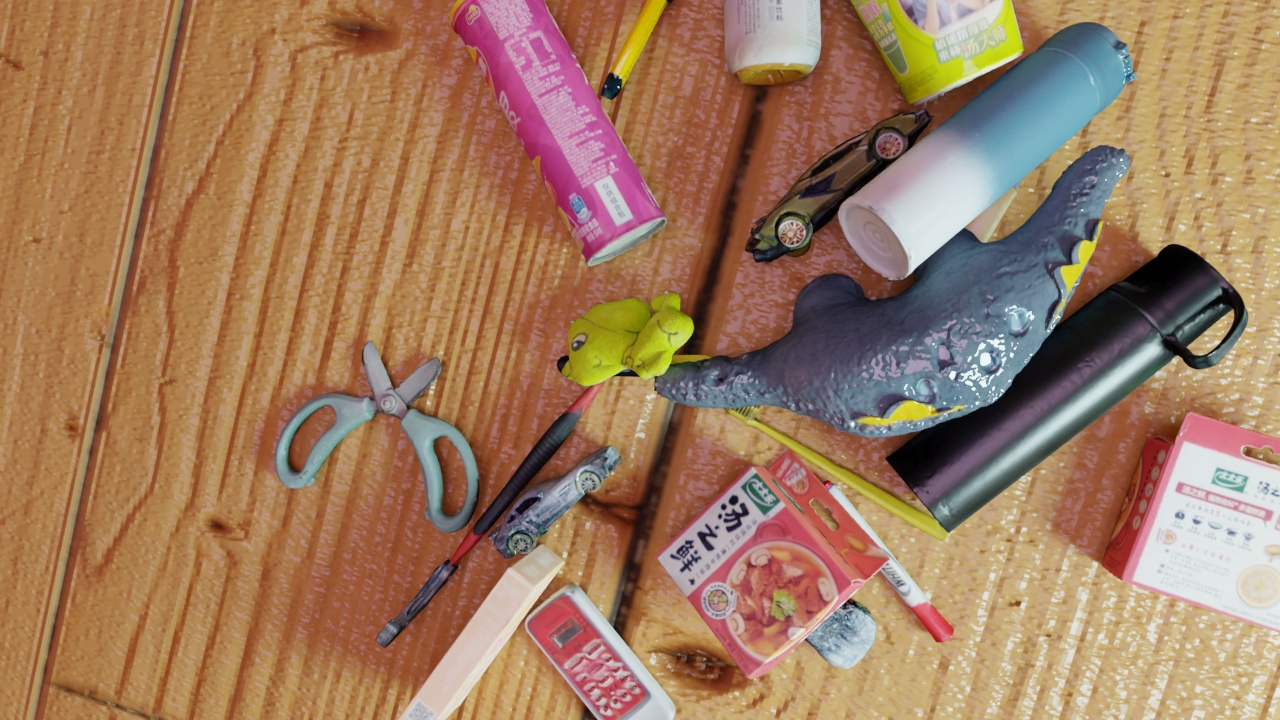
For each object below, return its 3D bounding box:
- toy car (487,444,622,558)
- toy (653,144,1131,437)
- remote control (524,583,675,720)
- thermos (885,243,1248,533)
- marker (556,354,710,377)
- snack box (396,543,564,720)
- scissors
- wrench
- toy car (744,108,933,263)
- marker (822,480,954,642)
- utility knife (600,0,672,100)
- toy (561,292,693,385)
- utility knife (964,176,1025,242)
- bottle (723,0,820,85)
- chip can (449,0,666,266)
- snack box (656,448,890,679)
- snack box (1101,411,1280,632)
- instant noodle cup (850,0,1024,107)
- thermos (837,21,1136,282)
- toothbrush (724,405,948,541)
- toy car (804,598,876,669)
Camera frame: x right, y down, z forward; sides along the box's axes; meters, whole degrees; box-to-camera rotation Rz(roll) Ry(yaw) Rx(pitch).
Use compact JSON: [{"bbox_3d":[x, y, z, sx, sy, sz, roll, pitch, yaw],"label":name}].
[{"bbox_3d":[-0.066,0.106,0.707,0.121,0.054,0.037,-40,89,9],"label":"toy car"},{"bbox_3d":[0.181,-0.019,0.632,0.357,0.091,0.137,-25,68,13],"label":"toy"},{"bbox_3d":[-0.032,0.243,0.727,0.056,0.020,0.136,-40,87,8],"label":"remote control"},{"bbox_3d":[0.290,0.024,0.629,0.243,0.090,0.068,-40,119,10],"label":"thermos"},{"bbox_3d":[-0.004,0.004,0.710,0.124,0.015,0.018,1,89,9],"label":"marker"},{"bbox_3d":[-0.123,0.217,0.708,0.026,0.084,0.157,38,98,8],"label":"snack box"},{"bbox_3d":[-0.208,0.079,0.740,0.171,0.019,0.170,-37,80,7],"label":"scissors"},{"bbox_3d":[-0.116,0.119,0.721,0.016,0.056,0.273,40,94,2],"label":"wrench"},{"bbox_3d":[0.140,-0.125,0.654,0.158,0.070,0.042,-40,84,7],"label":"toy car"},{"bbox_3d":[0.183,0.150,0.689,0.017,0.017,0.145,-39,87,9],"label":"marker"},{"bbox_3d":[0.026,-0.285,0.671,0.015,0.033,0.216,28,90,-4],"label":"utility knife"},{"bbox_3d":[-0.011,-0.017,0.689,0.100,0.031,0.096,26,74,39],"label":"toy"},{"bbox_3d":[0.239,-0.087,0.664,0.031,0.021,0.205,30,104,5],"label":"utility knife"},{"bbox_3d":[0.091,-0.296,0.650,0.068,0.068,0.189,-2,93,9],"label":"bottle"},{"bbox_3d":[-0.060,-0.177,0.680,0.071,0.071,0.210,-29,89,9],"label":"chip can"},{"bbox_3d":[0.094,0.144,0.669,0.127,0.044,0.113,-46,62,9],"label":"snack box"},{"bbox_3d":[0.405,0.108,0.638,0.113,0.044,0.127,18,97,8],"label":"snack box"},{"bbox_3d":[0.198,-0.244,0.622,0.112,0.111,0.123,-24,97,9],"label":"instant noodle cup"},{"bbox_3d":[0.232,-0.143,0.610,0.220,0.070,0.070,-39,87,-10],"label":"thermos"},{"bbox_3d":[0.148,0.079,0.689,0.190,0.015,0.017,31,112,6],"label":"toothbrush"},{"bbox_3d":[0.127,0.189,0.694,0.105,0.031,0.049,34,96,7],"label":"toy car"}]
